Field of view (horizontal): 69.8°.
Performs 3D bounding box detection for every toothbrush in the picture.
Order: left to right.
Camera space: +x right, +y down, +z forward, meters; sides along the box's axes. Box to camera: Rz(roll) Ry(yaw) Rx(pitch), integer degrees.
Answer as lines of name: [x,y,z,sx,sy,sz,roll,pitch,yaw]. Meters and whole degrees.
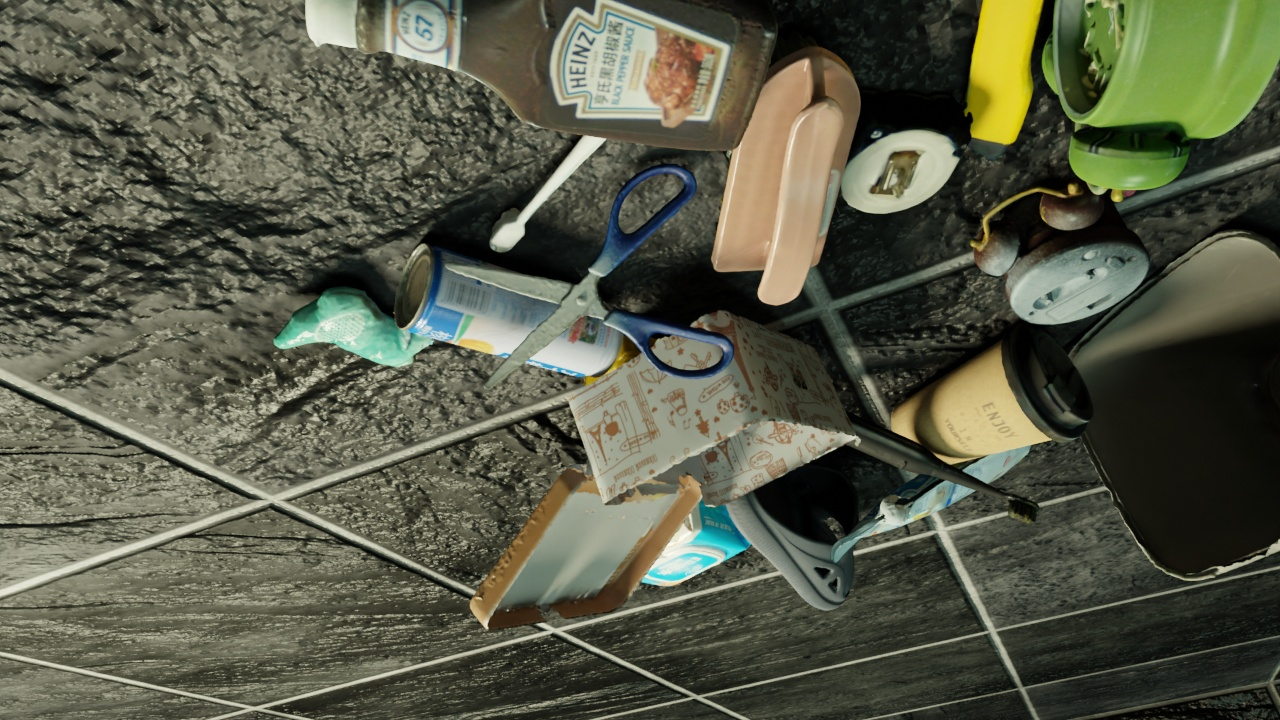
toothbrush: [-0.028,-0.115,0.482,0.016,0.016,0.181,22,135,-33]
toothbrush: [0.206,0.074,0.711,0.213,0.027,0.026,25,141,6]

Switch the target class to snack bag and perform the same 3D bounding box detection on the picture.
snack bag: [0.252,0.113,0.795,0.190,0.039,0.111,-21,166,-27]

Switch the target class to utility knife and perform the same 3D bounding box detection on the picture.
utility knife: [0.182,-0.157,0.451,0.033,0.015,0.155,17,153,20]

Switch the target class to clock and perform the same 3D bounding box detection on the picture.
clock: [0.258,-0.071,0.568,0.121,0.055,0.082,23,137,-37]
clock: [0.219,-0.142,0.399,0.056,0.116,0.161,0,145,8]

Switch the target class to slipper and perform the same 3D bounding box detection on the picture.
slipper: [0.157,0.147,0.836,0.083,0.110,0.268,-25,140,19]

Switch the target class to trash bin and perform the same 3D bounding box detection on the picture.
trash bin: [0.475,0.035,0.660,0.219,0.198,0.200,1,146,-23]

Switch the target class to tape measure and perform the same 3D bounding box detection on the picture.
tape measure: [-0.004,0.004,0.653,0.057,0.028,0.060,15,143,-30]
tape measure: [0.138,-0.112,0.500,0.065,0.033,0.066,0,146,-8]

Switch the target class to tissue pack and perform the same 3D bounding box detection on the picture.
tissue pack: [0.033,0.172,0.886,0.090,0.063,0.140,22,137,-37]

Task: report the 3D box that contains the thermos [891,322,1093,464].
thermos: [0.268,0.034,0.707,0.093,0.093,0.144,16,147,-32]

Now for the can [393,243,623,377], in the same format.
can: [-0.078,-0.028,0.567,0.134,0.053,0.053,16,140,-32]

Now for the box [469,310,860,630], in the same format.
box: [0.011,0.085,0.649,0.272,0.106,0.177,-44,152,18]

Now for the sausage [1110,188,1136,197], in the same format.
sausage: [0.275,-0.140,0.497,0.020,0.020,0.156,-13,147,9]

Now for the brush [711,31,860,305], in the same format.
brush: [0.077,-0.097,0.477,0.063,0.073,0.146,-3,145,-6]

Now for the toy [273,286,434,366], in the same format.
toy: [-0.168,-0.023,0.582,0.097,0.030,0.092,-33,144,23]

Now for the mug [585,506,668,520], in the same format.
mug: [-0.019,0.138,0.818,0.078,0.078,0.123,18,135,-34]

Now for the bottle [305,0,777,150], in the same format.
bottle: [-0.042,-0.141,0.402,0.194,0.044,0.080,6,134,-11]

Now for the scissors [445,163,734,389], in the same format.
scissors: [-0.021,-0.039,0.519,0.176,0.012,0.162,25,102,-8]
